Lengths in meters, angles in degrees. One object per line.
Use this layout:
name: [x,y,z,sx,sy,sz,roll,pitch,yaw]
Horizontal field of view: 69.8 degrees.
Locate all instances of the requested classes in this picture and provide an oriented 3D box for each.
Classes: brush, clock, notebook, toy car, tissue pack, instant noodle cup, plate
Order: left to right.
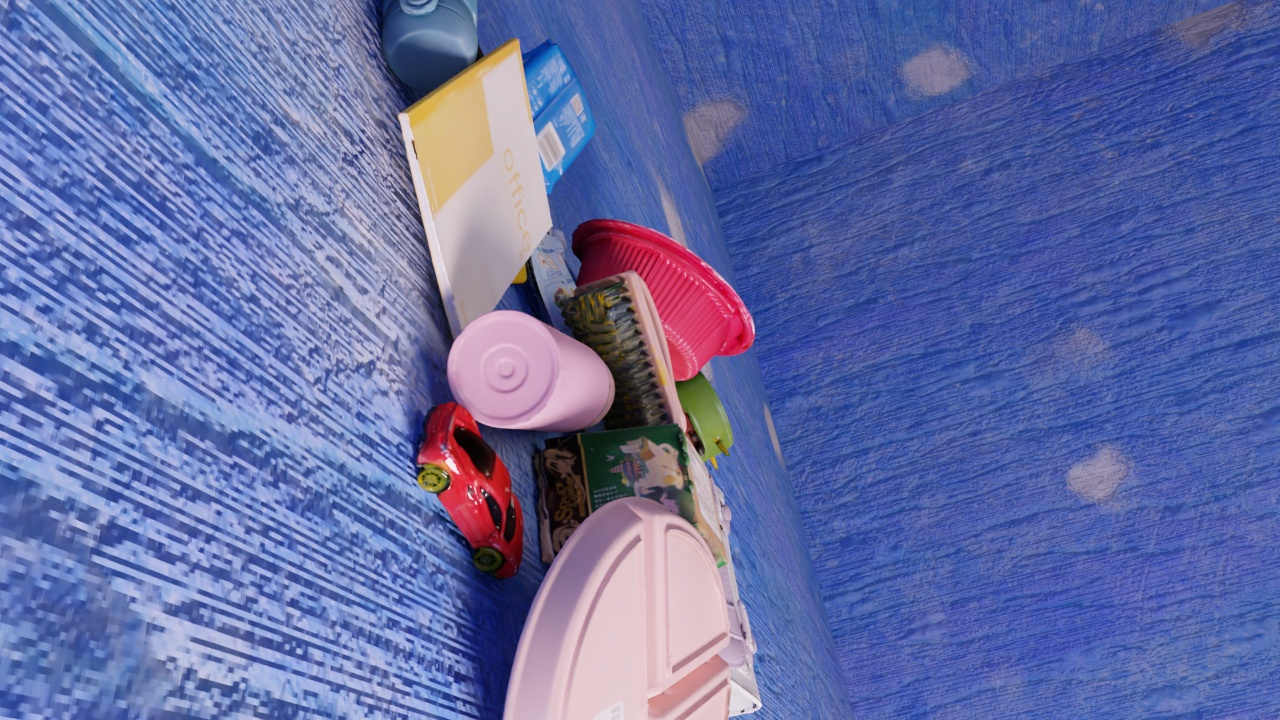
toy car: [-0.085,0.071,0.491,0.049,0.031,0.106,-89,160,-56]
notebook: [-0.099,-0.117,0.601,0.205,0.010,0.146,-71,156,-59]
tissue pack: [-0.091,-0.201,0.769,0.095,0.052,0.156,66,31,-31]
brush: [-0.004,0.004,0.720,0.072,0.063,0.145,-27,100,-49]
plate: [0.001,0.191,0.503,0.229,0.028,0.229,1,89,-61]
instant noodle cup: [0.006,-0.044,0.847,0.065,0.194,0.194,-56,145,-18]
clock: [0.049,0.049,1.040,0.161,0.056,0.116,63,-11,13]

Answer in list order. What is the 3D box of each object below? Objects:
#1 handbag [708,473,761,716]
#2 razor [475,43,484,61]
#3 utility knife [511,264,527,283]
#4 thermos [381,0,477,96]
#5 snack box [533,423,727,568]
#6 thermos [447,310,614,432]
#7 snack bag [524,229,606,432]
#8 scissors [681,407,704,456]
handbag: [0.030,0.175,0.745,0.145,0.098,0.196,51,23,-48]
razor: [-0.132,-0.242,0.781,0.143,0.022,0.042,63,36,-38]
utility knife: [-0.106,-0.064,0.639,0.154,0.015,0.033,-27,116,-79]
thermos: [-0.146,-0.274,0.642,0.070,0.070,0.220,58,17,-51]
snack box: [-0.002,0.110,0.642,0.117,0.106,0.118,58,19,-53]
thermos: [-0.066,0.006,0.595,0.087,0.067,0.198,52,4,8]
snack bag: [-0.058,-0.027,0.763,0.110,0.039,0.191,-29,100,-72]
scissors: [0.032,0.062,0.952,0.222,0.015,0.189,-124,-168,-57]
